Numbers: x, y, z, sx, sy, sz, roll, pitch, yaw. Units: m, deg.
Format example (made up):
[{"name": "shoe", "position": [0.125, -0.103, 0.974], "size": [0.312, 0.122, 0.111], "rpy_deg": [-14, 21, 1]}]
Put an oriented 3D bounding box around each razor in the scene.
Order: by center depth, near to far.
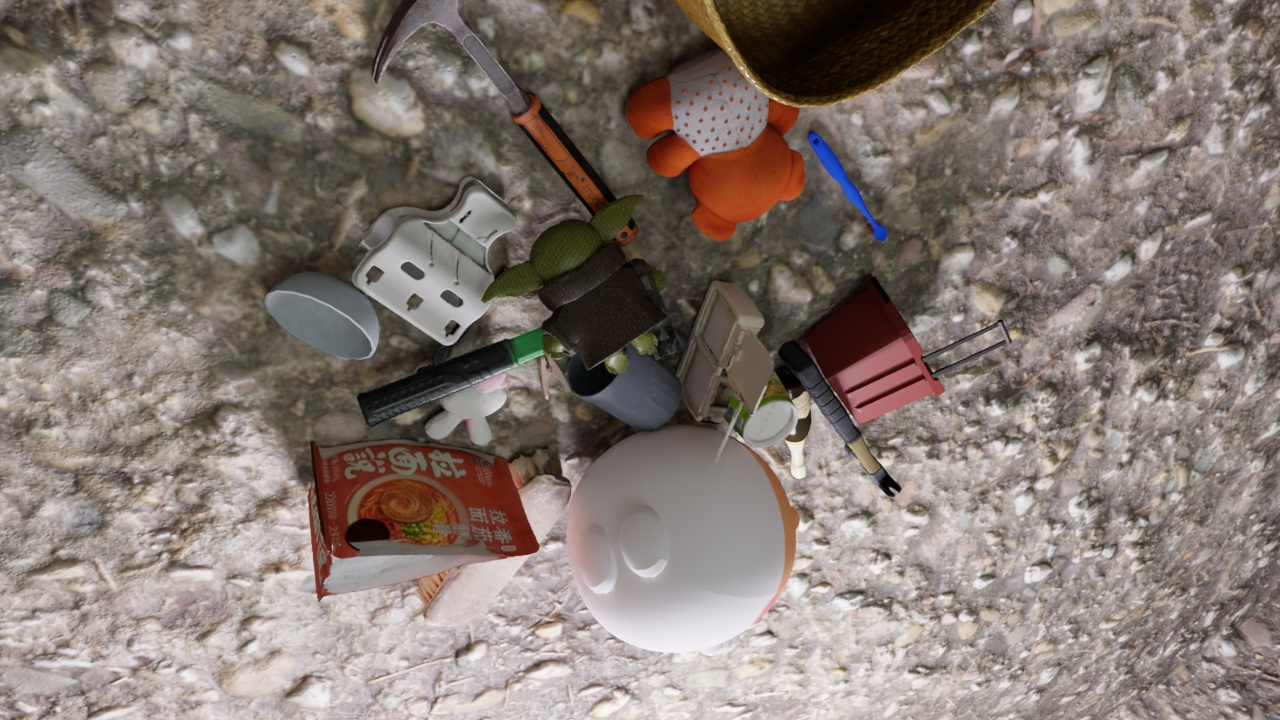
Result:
[{"name": "razor", "position": [-0.177, -0.038, 0.939], "size": [0.042, 0.022, 0.144], "rpy_deg": [25, 107, -46]}]

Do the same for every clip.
[{"name": "clip", "position": [-0.188, -0.107, 0.868], "size": [0.126, 0.096, 0.152], "rpy_deg": [38, 84, -42]}, {"name": "clip", "position": [-0.093, 0.014, 1.013], "size": [0.041, 0.024, 0.061], "rpy_deg": [-11, 125, -16]}]

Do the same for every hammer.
[{"name": "hammer", "position": [-0.103, -0.206, 0.833], "size": [0.138, 0.035, 0.314], "rpy_deg": [-37, 132, 6]}, {"name": "hammer", "position": [-0.127, -0.010, 0.922], "size": [0.318, 0.032, 0.130], "rpy_deg": [-23, 92, -9]}, {"name": "hammer", "position": [0.249, 0.078, 1.131], "size": [0.025, 0.118, 0.333], "rpy_deg": [-40, 138, 4]}]

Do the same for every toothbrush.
[{"name": "toothbrush", "position": [0.229, -0.190, 1.012], "size": [0.016, 0.018, 0.182], "rpy_deg": [-41, 128, 9]}]

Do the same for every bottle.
[{"name": "bottle", "position": [0.200, 0.087, 1.189], "size": [0.045, 0.045, 0.185], "rpy_deg": [-21, 131, -9]}]

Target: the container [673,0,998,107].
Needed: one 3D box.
[{"name": "container", "position": [0.139, -0.380, 0.703], "size": [0.306, 0.196, 0.308], "rpy_deg": [-13, 131, -16]}]

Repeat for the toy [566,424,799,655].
[{"name": "toy", "position": [0.058, 0.210, 1.077], "size": [0.264, 0.265, 0.280], "rpy_deg": [-28, 158, 35]}]

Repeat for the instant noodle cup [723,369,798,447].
[{"name": "instant noodle cup", "position": [0.130, 0.044, 1.083], "size": [0.098, 0.108, 0.099], "rpy_deg": [-13, 131, -16]}]

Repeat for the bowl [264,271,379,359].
[{"name": "bowl", "position": [-0.286, -0.046, 0.844], "size": [0.106, 0.039, 0.106], "rpy_deg": [16, 151, 9]}]

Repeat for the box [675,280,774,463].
[{"name": "box", "position": [0.090, 0.011, 0.990], "size": [0.050, 0.183, 0.144], "rpy_deg": [8, 118, -22]}]

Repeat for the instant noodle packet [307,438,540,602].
[{"name": "instant noodle packet", "position": [-0.231, 0.160, 0.969], "size": [0.220, 0.164, 0.084], "rpy_deg": [1, 123, -25]}]

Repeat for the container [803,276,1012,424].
[{"name": "container", "position": [0.319, -0.024, 1.104], "size": [0.201, 0.127, 0.148], "rpy_deg": [-31, 133, 14]}]

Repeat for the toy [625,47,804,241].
[{"name": "toy", "position": [0.084, -0.213, 0.883], "size": [0.163, 0.093, 0.172], "rpy_deg": [-29, 120, -5]}]

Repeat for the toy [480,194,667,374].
[{"name": "toy", "position": [-0.045, -0.062, 0.879], "size": [0.179, 0.078, 0.153], "rpy_deg": [-34, 93, -7]}]

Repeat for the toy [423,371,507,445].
[{"name": "toy", "position": [-0.180, 0.045, 0.987], "size": [0.079, 0.038, 0.123], "rpy_deg": [9, 131, -35]}]

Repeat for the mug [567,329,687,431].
[{"name": "mug", "position": [-0.006, 0.006, 1.020], "size": [0.104, 0.084, 0.124], "rpy_deg": [35, 79, -40]}]

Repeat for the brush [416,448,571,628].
[{"name": "brush", "position": [-0.179, 0.222, 1.112], "size": [0.083, 0.056, 0.272], "rpy_deg": [21, 115, -40]}]
